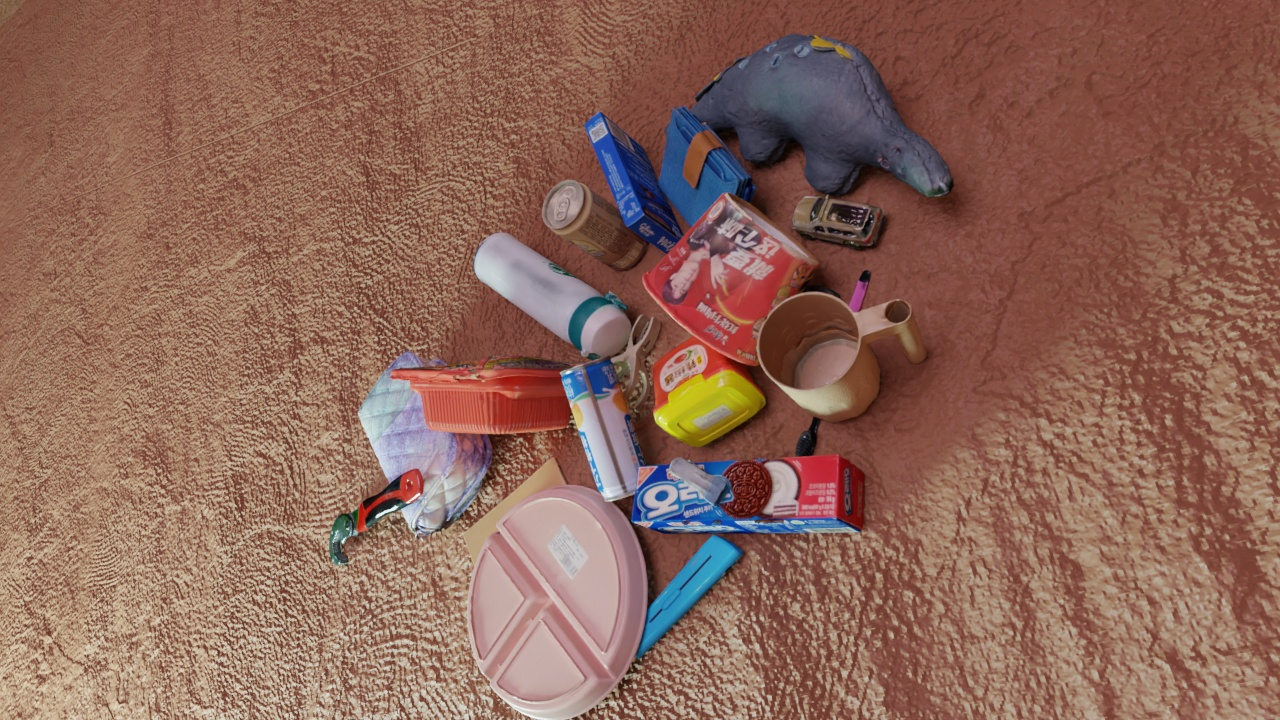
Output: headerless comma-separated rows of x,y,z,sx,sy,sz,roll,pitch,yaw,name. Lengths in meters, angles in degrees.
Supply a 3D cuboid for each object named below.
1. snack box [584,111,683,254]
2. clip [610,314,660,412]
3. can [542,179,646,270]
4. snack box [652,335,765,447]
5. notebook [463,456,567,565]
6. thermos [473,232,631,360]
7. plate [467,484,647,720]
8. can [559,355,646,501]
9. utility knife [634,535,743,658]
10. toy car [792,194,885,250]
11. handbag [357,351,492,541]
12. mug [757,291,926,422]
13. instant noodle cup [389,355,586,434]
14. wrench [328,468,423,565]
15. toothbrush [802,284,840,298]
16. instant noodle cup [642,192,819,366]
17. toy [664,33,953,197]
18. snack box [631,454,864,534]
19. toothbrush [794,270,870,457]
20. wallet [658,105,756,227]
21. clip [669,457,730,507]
-0.006,-0.188,0.981,0.026,0.084,0.157,-35,56,21,snack box
-0.002,0.009,0.941,0.103,0.035,0.092,-48,48,3,clip
-0.047,-0.142,0.974,0.059,0.116,0.058,-13,66,32,can
0.060,0.025,0.863,0.091,0.082,0.080,-34,43,21,snack box
-0.104,0.224,0.951,0.148,0.008,0.207,-41,54,17,notebook
-0.097,-0.074,1.019,0.224,0.073,0.073,34,95,39,thermos
-0.092,0.235,0.910,0.230,0.028,0.229,-15,64,34,plate
-0.033,0.067,0.896,0.053,0.053,0.134,-19,89,30,can
0.020,0.237,0.850,0.199,0.018,0.034,-50,52,13,utility knife
0.181,-0.133,0.856,0.090,0.035,0.042,20,84,42,toy car
-0.250,0.092,1.065,0.134,0.075,0.194,-50,50,18,handbag
0.170,-0.006,0.761,0.125,0.103,0.084,-19,64,18,mug
-0.152,0.035,0.967,0.189,0.164,0.079,0,90,37,instant noodle cup
-0.308,0.177,1.055,0.274,0.016,0.056,-36,63,45,wrench
0.111,-0.078,0.900,0.189,0.016,0.014,16,84,41,toothbrush
0.086,-0.078,0.831,0.109,0.137,0.138,-53,51,18,instant noodle cup
0.157,-0.238,0.876,0.357,0.091,0.138,29,110,44,toy
0.090,0.123,0.814,0.208,0.057,0.058,-8,66,35,snack box
0.173,0.004,0.823,0.014,0.017,0.189,17,82,29,toothbrush
0.063,-0.180,0.929,0.133,0.040,0.107,56,149,34,wallet
0.051,0.104,0.802,0.057,0.031,0.025,33,92,38,clip
